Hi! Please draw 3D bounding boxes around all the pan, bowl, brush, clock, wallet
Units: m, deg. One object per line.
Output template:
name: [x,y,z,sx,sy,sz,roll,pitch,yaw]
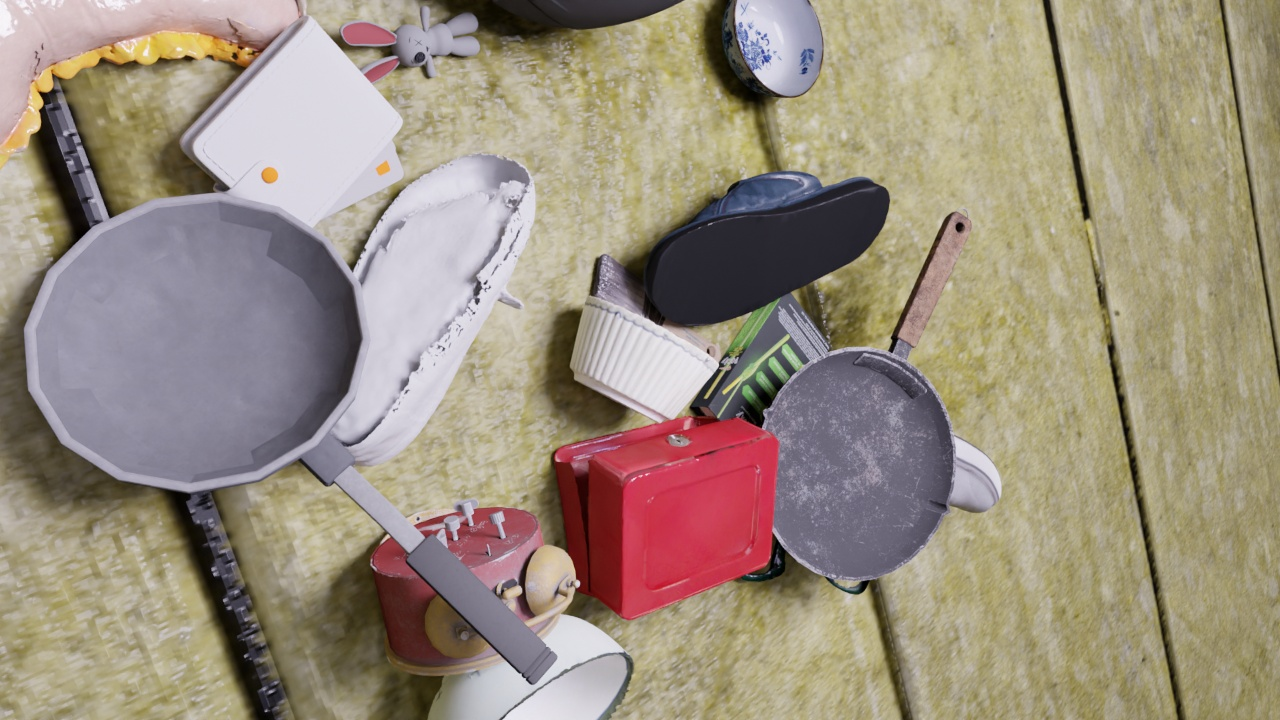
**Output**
pan: [-0.184,0.053,0.525,0.357,0.041,0.178,43,67,4]
bowl: [-0.004,0.004,0.711,0.115,0.115,0.062,30,86,-32]
bowl: [0.113,-0.293,0.844,0.114,0.045,0.114,2,87,-37]
pan: [0.218,0.021,0.821,0.207,0.040,0.356,29,79,-17]
brush: [0.016,-0.037,0.784,0.151,0.012,0.038,33,69,-33]
clock: [-0.107,0.140,0.592,0.116,0.159,0.081,-18,104,-36]
wallet: [-0.210,-0.134,0.586,0.118,0.037,0.115,-53,132,-13]
bowl: [-0.085,0.233,0.638,0.153,0.073,0.154,-30,147,-23]

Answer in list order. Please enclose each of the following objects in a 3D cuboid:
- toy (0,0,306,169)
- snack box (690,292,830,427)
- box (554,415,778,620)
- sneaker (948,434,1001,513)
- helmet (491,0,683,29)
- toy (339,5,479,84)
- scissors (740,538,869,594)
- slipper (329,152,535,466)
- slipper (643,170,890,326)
toy: [-0.313,-0.168,0.518,0.263,0.065,0.196,-15,109,-44]
snack box: [0.113,0.014,0.846,0.080,0.025,0.147,49,62,-25]
box: [0.027,0.119,0.728,0.157,0.113,0.134,-13,101,-36]
sneaker: [0.252,0.121,0.906,0.263,0.097,0.128,25,81,-26]
helmet: [-0.060,-0.325,0.636,0.264,0.170,0.164,27,49,-42]
toy: [-0.161,-0.221,0.645,0.111,0.030,0.049,-28,134,-37]
scissors: [0.181,0.122,0.836,0.142,0.015,0.209,23,90,-8]
slipper: [-0.142,-0.039,0.627,0.112,0.075,0.246,25,69,-2]
slipper: [0.100,-0.113,0.816,0.264,0.083,0.109,-22,138,-28]
